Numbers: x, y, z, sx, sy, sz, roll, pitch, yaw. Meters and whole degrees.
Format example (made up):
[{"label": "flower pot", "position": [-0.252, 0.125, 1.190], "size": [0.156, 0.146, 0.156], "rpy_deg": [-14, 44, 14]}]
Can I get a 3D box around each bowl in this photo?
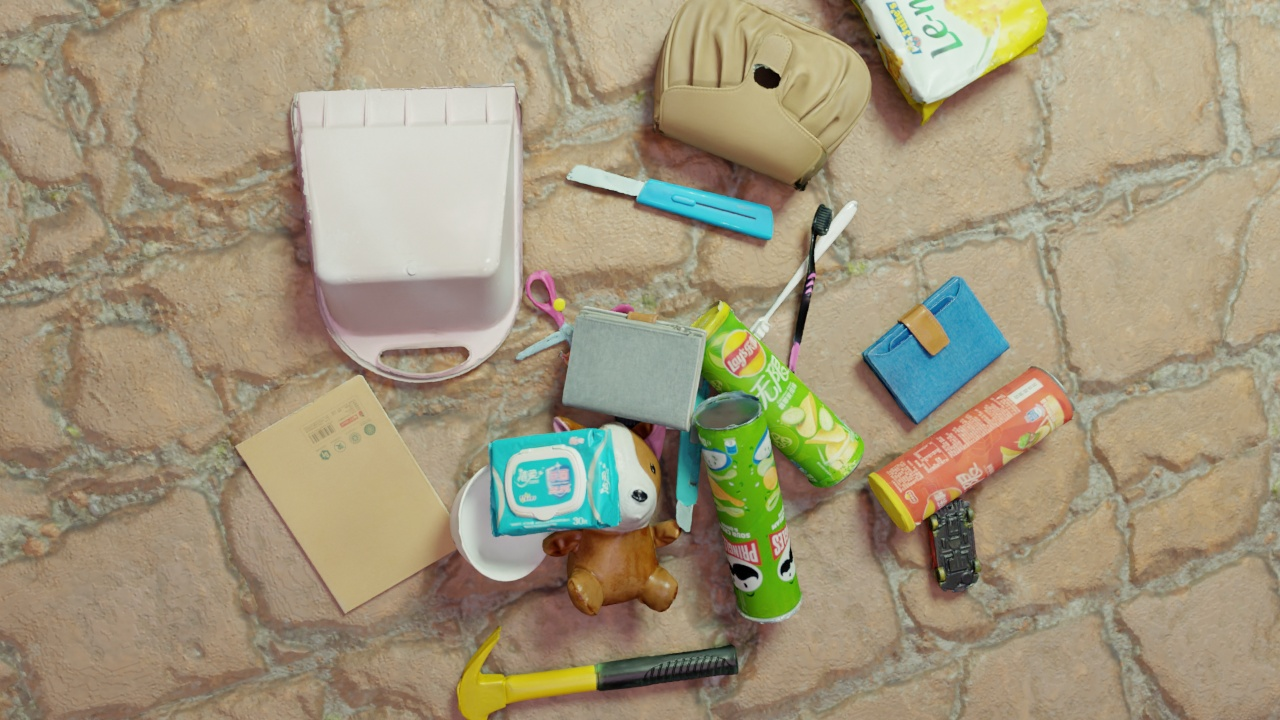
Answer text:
[{"label": "bowl", "position": [-0.151, 0.161, 0.924], "size": [0.118, 0.065, 0.118], "rpy_deg": [10, 75, -43]}]

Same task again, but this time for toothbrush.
[{"label": "toothbrush", "position": [0.171, -0.093, 0.956], "size": [0.016, 0.016, 0.180], "rpy_deg": [37, 91, -24]}, {"label": "toothbrush", "position": [0.174, -0.067, 0.948], "size": [0.014, 0.018, 0.189], "rpy_deg": [-4, 109, -39]}]

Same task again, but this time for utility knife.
[{"label": "utility knife", "position": [0.053, 0.086, 0.934], "size": [0.029, 0.013, 0.175], "rpy_deg": [13, 71, -20]}, {"label": "utility knife", "position": [0.033, -0.164, 0.935], "size": [0.218, 0.018, 0.034], "rpy_deg": [13, 96, -6]}]

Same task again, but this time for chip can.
[{"label": "chip can", "position": [0.347, 0.092, 0.968], "size": [0.216, 0.073, 0.073], "rpy_deg": [-35, 99, -1]}, {"label": "chip can", "position": [0.135, 0.039, 0.941], "size": [0.221, 0.072, 0.072], "rpy_deg": [43, 91, -9]}, {"label": "chip can", "position": [0.110, 0.150, 0.923], "size": [0.072, 0.072, 0.236], "rpy_deg": [-16, 113, -4]}]

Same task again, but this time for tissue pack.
[{"label": "tissue pack", "position": [-0.084, 0.116, 0.866], "size": [0.134, 0.050, 0.093], "rpy_deg": [-10, 80, 23]}]

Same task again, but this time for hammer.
[{"label": "hammer", "position": [-0.045, 0.338, 0.979], "size": [0.300, 0.033, 0.129], "rpy_deg": [-6, 98, -5]}]

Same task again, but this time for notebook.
[{"label": "notebook", "position": [-0.296, 0.139, 0.943], "size": [0.148, 0.008, 0.207], "rpy_deg": [-30, 99, -1]}]

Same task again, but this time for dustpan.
[{"label": "dustpan", "position": [-0.227, -0.127, 0.919], "size": [0.222, 0.139, 0.273], "rpy_deg": [-1, 69, -4]}]

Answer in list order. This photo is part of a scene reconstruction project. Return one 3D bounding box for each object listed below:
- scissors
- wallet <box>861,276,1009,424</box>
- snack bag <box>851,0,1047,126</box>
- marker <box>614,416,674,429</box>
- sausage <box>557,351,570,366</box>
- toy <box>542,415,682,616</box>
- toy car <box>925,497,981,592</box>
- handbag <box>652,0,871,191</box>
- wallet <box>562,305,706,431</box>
[{"label": "scissors", "position": [-0.070, -0.034, 0.942], "size": [0.134, 0.017, 0.133], "rpy_deg": [-22, 103, -3]}, {"label": "wallet", "position": [0.312, -0.012, 0.971], "size": [0.133, 0.040, 0.106], "rpy_deg": [-40, 103, -1]}, {"label": "snack bag", "position": [0.281, -0.378, 0.907], "size": [0.158, 0.068, 0.246], "rpy_deg": [-33, 99, -2]}, {"label": "marker", "position": [0.038, 0.066, 0.963], "size": [0.130, 0.018, 0.023], "rpy_deg": [4, 105, -5]}, {"label": "sausage", "position": [-0.013, 0.022, 0.945], "size": [0.156, 0.020, 0.020], "rpy_deg": [21, 94, -12]}, {"label": "toy", "position": [-0.026, 0.152, 0.918], "size": [0.140, 0.131, 0.199], "rpy_deg": [2, 87, -24]}, {"label": "toy car", "position": [0.339, 0.201, 1.000], "size": [0.049, 0.031, 0.106], "rpy_deg": [-13, 101, -3]}, {"label": "handbag", "position": [0.114, -0.262, 0.889], "size": [0.204, 0.099, 0.148], "rpy_deg": [21, 98, -4]}, {"label": "wallet", "position": [-0.005, 0.005, 0.902], "size": [0.130, 0.037, 0.106], "rpy_deg": [11, 97, 13]}]
